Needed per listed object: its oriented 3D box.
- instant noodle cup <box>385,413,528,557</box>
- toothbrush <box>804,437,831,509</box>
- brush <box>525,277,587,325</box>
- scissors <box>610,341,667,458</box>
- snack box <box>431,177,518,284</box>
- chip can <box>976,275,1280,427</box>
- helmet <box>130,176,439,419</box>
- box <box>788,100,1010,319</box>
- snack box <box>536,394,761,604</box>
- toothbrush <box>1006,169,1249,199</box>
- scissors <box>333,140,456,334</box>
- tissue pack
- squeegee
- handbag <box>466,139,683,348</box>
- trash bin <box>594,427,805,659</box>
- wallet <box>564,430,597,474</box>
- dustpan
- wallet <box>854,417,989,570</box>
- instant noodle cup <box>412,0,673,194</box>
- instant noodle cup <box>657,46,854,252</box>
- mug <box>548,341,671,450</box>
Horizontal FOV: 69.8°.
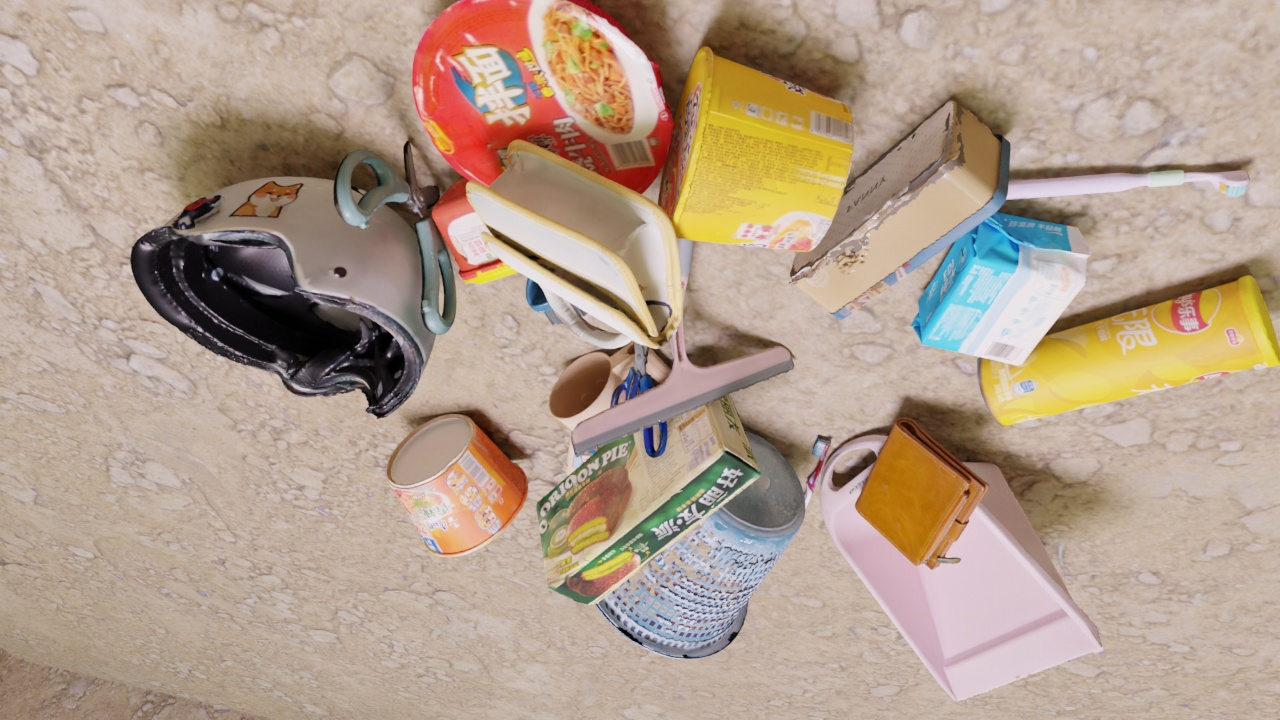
[{"bbox_3d":[-0.226,0.144,1.107,0.152,0.151,0.111,-9,128,28],"label":"instant noodle cup"},{"bbox_3d":[0.193,0.144,1.059,0.017,0.016,0.188,18,143,10],"label":"toothbrush"},{"bbox_3d":[-0.051,-0.080,0.826,0.144,0.055,0.073,-17,134,36],"label":"brush"},{"bbox_3d":[0.003,0.013,0.859,0.012,0.157,0.166,-7,145,-31],"label":"scissors"},{"bbox_3d":[-0.125,-0.119,0.786,0.091,0.081,0.080,-14,125,28],"label":"snack box"},{"bbox_3d":[0.394,-0.003,0.757,0.214,0.071,0.072,-20,131,38],"label":"chip can"},{"bbox_3d":[-0.298,-0.079,0.834,0.274,0.156,0.230,13,146,21],"label":"helmet"},{"bbox_3d":[0.191,-0.110,0.677,0.059,0.089,0.185,36,140,-15],"label":"box"},{"bbox_3d":[0.000,0.128,0.906,0.063,0.114,0.241,33,115,-34],"label":"snack box"},{"bbox_3d":[0.327,-0.124,0.662,0.189,0.021,0.029,0,-179,16],"label":"toothbrush"},{"bbox_3d":[-0.188,-0.097,0.750,0.019,0.170,0.180,-14,103,14],"label":"scissors"},{"bbox_3d":[0.283,-0.057,0.732,0.090,0.063,0.140,13,144,1],"label":"tissue pack"},{"bbox_3d":[0.036,-0.068,0.788,0.040,0.247,0.250,39,139,46],"label":"squeegee"},{"bbox_3d":[-0.045,-0.060,0.686,0.163,0.063,0.179,31,153,30],"label":"handbag"},{"bbox_3d":[0.070,0.181,1.013,0.226,0.226,0.196,25,129,-13],"label":"trash bin"},{"bbox_3d":[-0.044,0.114,1.099,0.087,0.024,0.115,19,143,3],"label":"wallet"},{"bbox_3d":[0.299,0.214,0.960,0.138,0.273,0.223,1,145,-24],"label":"dustpan"},{"bbox_3d":[0.276,0.139,0.903,0.119,0.035,0.131,41,139,29],"label":"wallet"},{"bbox_3d":[-0.065,-0.197,0.676,0.194,0.065,0.194,11,143,8],"label":"instant noodle cup"},{"bbox_3d":[0.079,-0.141,0.650,0.109,0.137,0.138,11,144,-9],"label":"instant noodle cup"},{"bbox_3d":[-0.016,0.043,0.962,0.125,0.084,0.103,-34,126,17],"label":"mug"}]
